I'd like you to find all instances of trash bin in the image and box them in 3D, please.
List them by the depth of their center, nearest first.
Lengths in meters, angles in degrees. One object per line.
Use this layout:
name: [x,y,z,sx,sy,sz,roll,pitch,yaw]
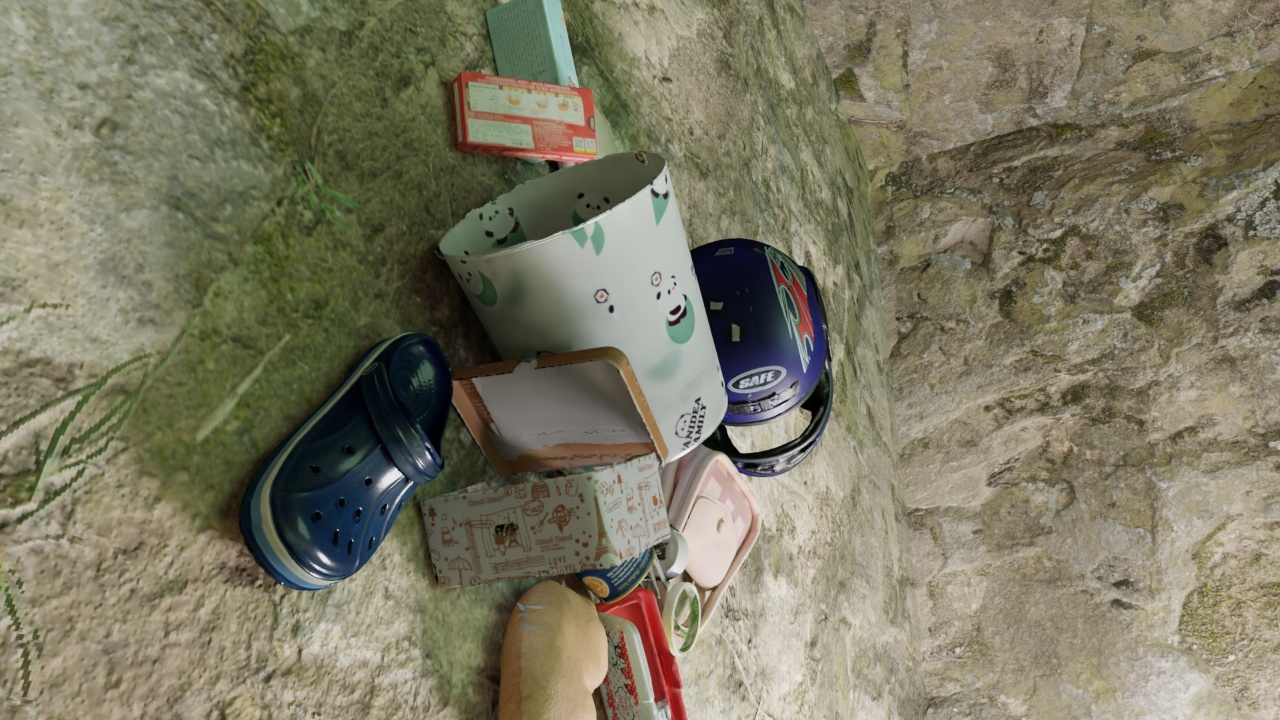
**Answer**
trash bin: [-0.039,-0.041,0.883,0.228,0.230,0.252,-63,137,-55]

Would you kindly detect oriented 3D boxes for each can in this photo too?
can: [-0.049,0.175,0.908,0.111,0.075,0.075,48,32,-14]

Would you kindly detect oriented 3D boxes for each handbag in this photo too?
handbag: [0.070,0.245,1.197,0.193,0.093,0.233,56,43,-41]

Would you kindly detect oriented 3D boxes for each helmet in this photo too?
helmet: [0.136,-0.010,1.219,0.240,0.247,0.315,60,13,-73]

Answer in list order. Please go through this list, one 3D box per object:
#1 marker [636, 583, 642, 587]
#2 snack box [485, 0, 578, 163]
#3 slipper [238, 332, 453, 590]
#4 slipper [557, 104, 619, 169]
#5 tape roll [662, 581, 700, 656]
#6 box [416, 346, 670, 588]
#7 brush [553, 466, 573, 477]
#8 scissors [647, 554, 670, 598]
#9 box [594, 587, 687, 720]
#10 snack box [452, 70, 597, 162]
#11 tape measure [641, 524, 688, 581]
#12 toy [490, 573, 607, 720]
marker: [0.006,0.295,1.086,0.022,0.020,0.132,-79,149,-51]
snack box: [-0.114,-0.317,1.031,0.051,0.074,0.175,-16,94,-67]
slipper: [-0.187,0.065,0.672,0.105,0.095,0.252,63,24,-26]
slipper: [-0.053,-0.205,1.142,0.274,0.055,0.114,68,25,-15]
tape roll: [0.049,0.309,1.096,0.085,0.014,0.085,5,85,-63]
box: [-0.081,0.080,0.788,0.154,0.183,0.185,-10,89,-67]
brush: [-0.049,0.155,0.981,0.073,0.063,0.146,-137,-149,-78]
scissors: [-0.013,0.157,1.044,0.225,0.015,0.189,-102,167,-52]
box: [0.009,0.351,0.960,0.095,0.102,0.201,-17,97,-22]
snack box: [-0.117,-0.251,0.953,0.152,0.026,0.075,-3,85,-33]
tape measure: [0.023,0.229,1.095,0.033,0.066,0.065,36,47,-55]
toy: [-0.076,0.269,0.851,0.225,0.083,0.143,-82,156,-47]
